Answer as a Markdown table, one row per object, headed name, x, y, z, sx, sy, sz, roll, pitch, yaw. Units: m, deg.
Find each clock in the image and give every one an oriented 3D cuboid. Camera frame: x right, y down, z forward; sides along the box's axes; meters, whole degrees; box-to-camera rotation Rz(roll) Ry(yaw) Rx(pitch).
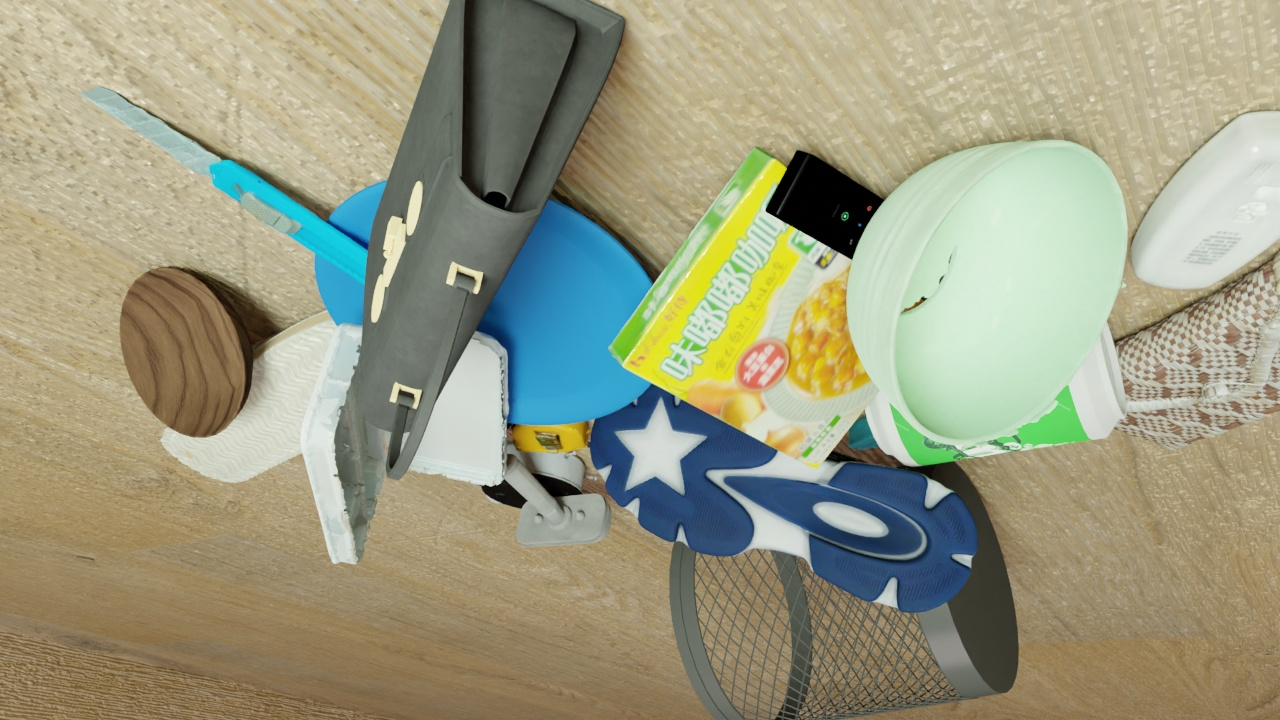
| name | x | y | z | sx | sy | sz | roll | pitch | yaw |
| --- | --- | --- | --- | --- | --- | --- | --- | --- | --- |
| clock | -0.110 | 0.109 | 0.860 | 0.123 | 0.035 | 0.094 | -2 | 150 | 16 |

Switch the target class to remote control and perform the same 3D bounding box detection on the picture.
| name | x | y | z | sx | sy | sz | roll | pitch | yaw |
| --- | --- | --- | --- | --- | --- | --- | --- | --- | --- |
| remote control | 0.129 | -0.064 | 0.488 | 0.150 | 0.034 | 0.013 | 21 | -169 | -34 |
| remote control | 0.291 | -0.075 | 0.455 | 0.060 | 0.028 | 0.114 | 5 | 151 | 1 |

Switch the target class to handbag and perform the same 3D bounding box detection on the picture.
| name | x | y | z | sx | sy | sz | roll | pitch | yaw |
| --- | --- | --- | --- | --- | --- | --- | --- | --- | --- |
| handbag | 0.362 | 0.006 | 0.572 | 0.124 | 0.046 | 0.186 | 15 | 150 | -18 |
| handbag | -0.082 | -0.037 | 0.395 | 0.072 | 0.195 | 0.176 | 19 | 141 | -18 |

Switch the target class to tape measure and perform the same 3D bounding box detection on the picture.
| name | x | y | z | sx | sy | sz | roll | pitch | yaw |
| --- | --- | --- | --- | --- | --- | --- | --- | --- | --- |
| tape measure | -0.075 | 0.057 | 0.763 | 0.068 | 0.030 | 0.059 | 2 | 153 | 5 |

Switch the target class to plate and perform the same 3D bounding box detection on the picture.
| name | x | y | z | sx | sy | sz | roll | pitch | yaw |
| --- | --- | --- | --- | --- | --- | --- | --- | --- | --- |
| plate | -0.092 | -0.035 | 0.583 | 0.224 | 0.024 | 0.225 | 8 | 141 | 6 |

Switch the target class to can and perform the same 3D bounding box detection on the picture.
| name | x | y | z | sx | sy | sz | roll | pitch | yaw |
| --- | --- | --- | --- | --- | --- | --- | --- | --- | --- |
| can | 0.217 | 0.015 | 0.571 | 0.140 | 0.087 | 0.087 | -14 | 146 | 32 |

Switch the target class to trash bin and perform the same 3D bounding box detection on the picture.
| name | x | y | z | sx | sy | sz | roll | pitch | yaw |
| --- | --- | --- | --- | --- | --- | --- | --- | --- | --- |
| trash bin | 0.180 | 0.204 | 0.802 | 0.228 | 0.217 | 0.217 | -20 | 143 | 32 |

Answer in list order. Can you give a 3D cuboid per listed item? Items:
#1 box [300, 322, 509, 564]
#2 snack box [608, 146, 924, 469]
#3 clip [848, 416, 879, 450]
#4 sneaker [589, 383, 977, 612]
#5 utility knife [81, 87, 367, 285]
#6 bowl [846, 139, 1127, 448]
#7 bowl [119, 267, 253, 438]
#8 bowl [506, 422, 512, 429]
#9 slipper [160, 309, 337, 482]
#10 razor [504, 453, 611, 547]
| name | x | y | z | sx | sy | sz | roll | pitch | yaw |
| --- | --- | --- | --- | --- | --- | --- | --- | --- | --- |
| box | -0.158 | 0.066 | 0.615 | 0.129 | 0.105 | 0.211 | 8 | 147 | -1 |
| snack box | 0.084 | -0.020 | 0.517 | 0.168 | 0.027 | 0.132 | 28 | 104 | -35 |
| clip | 0.228 | 0.043 | 0.689 | 0.120 | 0.033 | 0.123 | 6 | 151 | -9 |
| sneaker | 0.097 | 0.091 | 0.654 | 0.270 | 0.103 | 0.132 | 18 | 179 | 18 |
| utility knife | -0.207 | -0.084 | 0.522 | 0.220 | 0.015 | 0.031 | 36 | 132 | -25 |
| bowl | 0.161 | -0.040 | 0.459 | 0.150 | 0.151 | 0.077 | 29 | -173 | -35 |
| bowl | -0.308 | -0.007 | 0.639 | 0.119 | 0.119 | 0.032 | -11 | -171 | 28 |
| bowl | -0.170 | 0.061 | 0.764 | 0.124 | 0.052 | 0.124 | 5 | 151 | 2 |
| slipper | -0.256 | 0.023 | 0.701 | 0.263 | 0.052 | 0.115 | -25 | 130 | 24 |
| razor | -0.089 | 0.118 | 0.796 | 0.088 | 0.047 | 0.116 | -8 | 141 | 23 |
